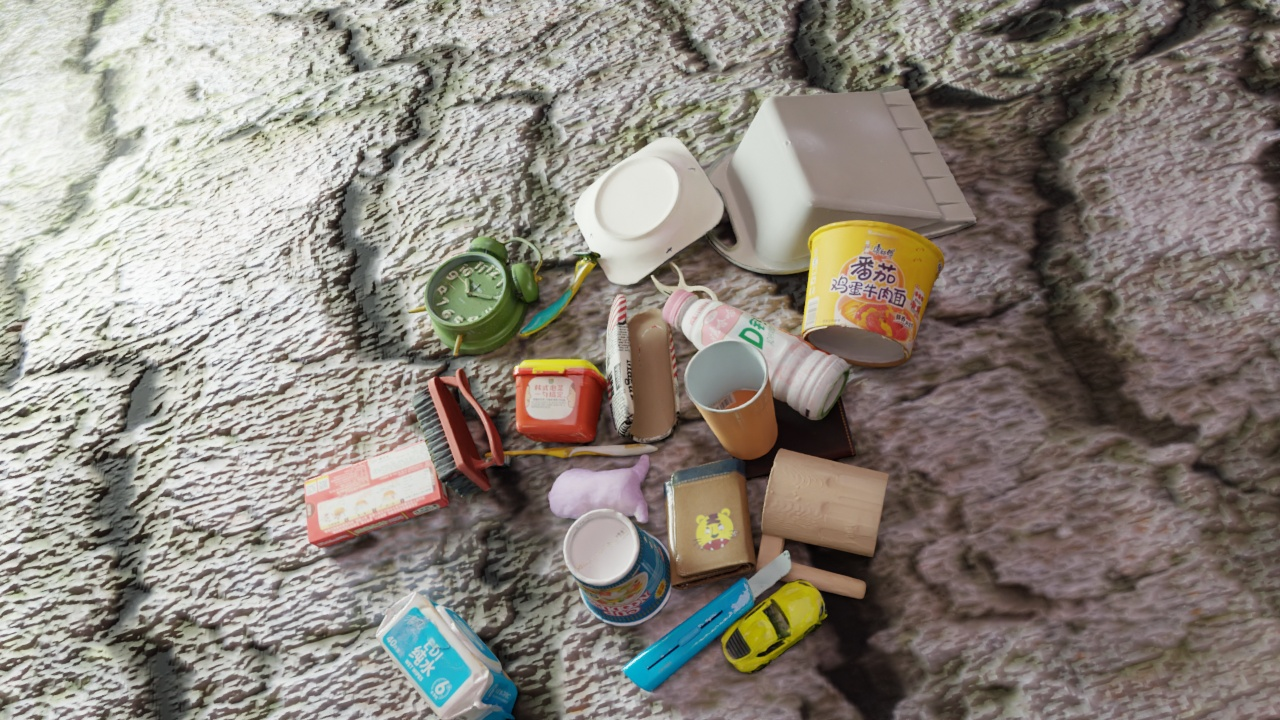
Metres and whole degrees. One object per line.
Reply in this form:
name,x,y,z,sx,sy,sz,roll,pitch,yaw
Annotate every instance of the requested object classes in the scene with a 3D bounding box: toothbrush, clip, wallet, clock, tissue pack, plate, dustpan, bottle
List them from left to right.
tissue pack,-0.178,0.283,0.862,0.063,0.090,0.140,-45,62,-11
clock,-0.183,-0.082,1.074,0.116,0.056,0.161,39,77,26
toothbrush,-0.075,0.101,0.976,0.191,0.016,0.018,-4,73,12
plate,0.001,-0.185,1.077,0.164,0.034,0.164,-35,57,8
clip,0.064,-0.076,1.028,0.083,0.035,0.104,-23,52,4
wallet,0.065,0.157,0.887,0.090,0.033,0.115,-19,49,20
bottle,0.112,-0.013,0.934,0.197,0.068,0.068,30,73,22
wallet,0.150,0.068,0.939,0.122,0.020,0.096,-13,56,8
dustpan,0.208,-0.201,1.072,0.257,0.143,0.222,-2,58,-21

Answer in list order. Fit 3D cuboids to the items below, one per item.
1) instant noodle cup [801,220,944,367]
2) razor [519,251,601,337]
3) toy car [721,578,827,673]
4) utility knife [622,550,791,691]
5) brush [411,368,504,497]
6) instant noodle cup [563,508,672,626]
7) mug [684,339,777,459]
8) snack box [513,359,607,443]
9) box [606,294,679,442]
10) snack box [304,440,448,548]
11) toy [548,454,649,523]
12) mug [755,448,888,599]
instant noodle cup,0.228,-0.062,0.929,0.138,0.138,0.109,10,73,18
razor,-0.095,-0.075,1.065,0.043,0.028,0.132,12,60,52
toy car,0.121,0.242,0.839,0.105,0.032,0.048,-38,60,5
utility knife,0.065,0.240,0.849,0.191,0.018,0.034,-40,61,4
brush,-0.196,0.071,0.990,0.069,0.063,0.145,-31,53,1
instant noodle cup,-0.025,0.189,0.863,0.099,0.110,0.099,-6,62,11
mug,0.094,0.044,0.886,0.078,0.123,0.078,-8,56,13
snack box,-0.087,0.044,0.974,0.091,0.082,0.080,0,73,14
box,-0.010,0.004,0.970,0.076,0.088,0.162,-17,59,24
snack box,-0.288,0.144,0.997,0.153,0.025,0.075,-19,60,3
toy,-0.043,0.133,0.939,0.108,0.039,0.083,-7,44,13
mug,0.170,0.154,0.861,0.104,0.084,0.124,11,90,17
